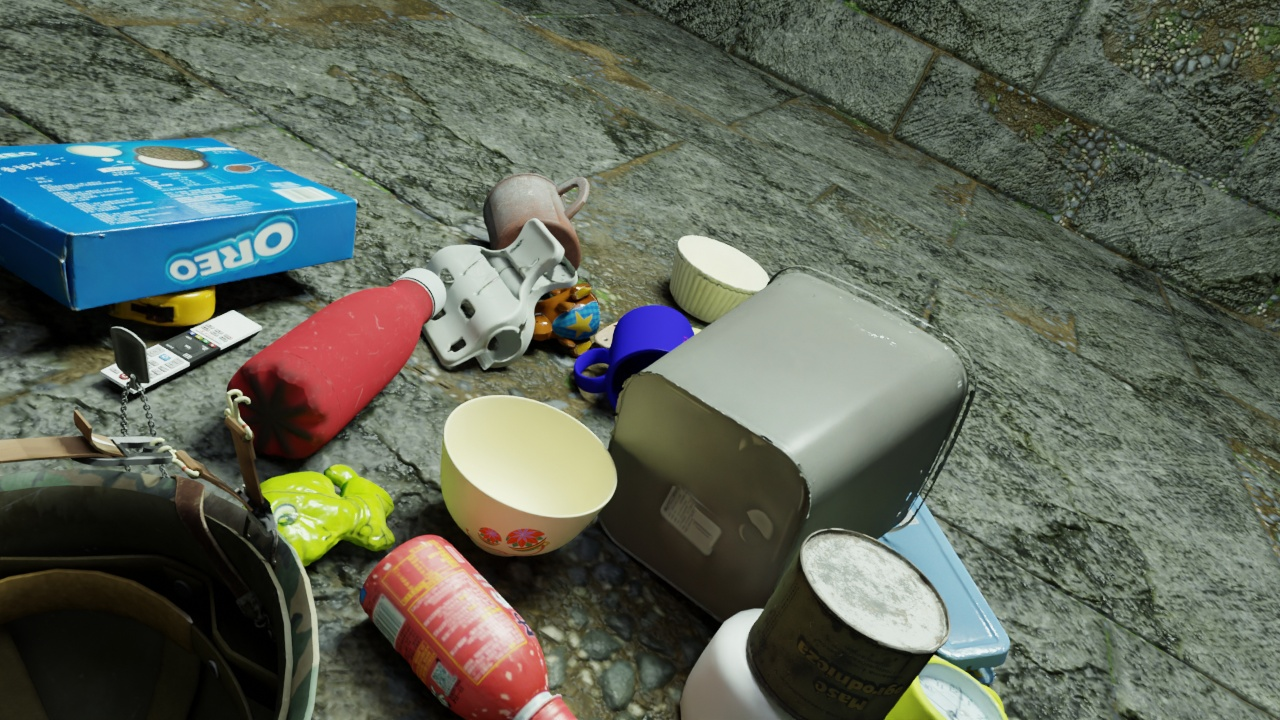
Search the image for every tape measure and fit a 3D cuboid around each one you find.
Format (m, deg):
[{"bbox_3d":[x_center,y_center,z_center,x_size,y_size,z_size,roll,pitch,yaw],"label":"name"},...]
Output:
[{"bbox_3d":[-0.344,-0.046,0.673,0.059,0.030,0.068,16,23,0],"label":"tape measure"}]

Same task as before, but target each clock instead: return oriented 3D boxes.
[{"bbox_3d":[0.199,0.237,0.612,0.083,0.057,0.118,31,22,11],"label":"clock"}]

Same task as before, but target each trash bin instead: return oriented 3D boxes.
[{"bbox_3d":[0.101,0.064,0.690,0.197,0.198,0.219,32,34,27],"label":"trash bin"}]

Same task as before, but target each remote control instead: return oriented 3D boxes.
[{"bbox_3d":[-0.321,-0.006,0.649,0.028,0.012,0.124,29,28,6],"label":"remote control"}]

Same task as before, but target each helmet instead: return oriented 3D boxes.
[{"bbox_3d":[-0.212,0.111,0.304,0.192,0.237,0.224,-26,59,-38],"label":"helmet"}]

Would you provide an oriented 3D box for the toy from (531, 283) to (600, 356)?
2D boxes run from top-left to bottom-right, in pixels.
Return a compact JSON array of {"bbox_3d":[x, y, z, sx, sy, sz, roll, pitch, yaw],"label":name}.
[{"bbox_3d":[-0.089,-0.048,0.876,0.090,0.071,0.103,-10,27,-23],"label":"toy"}]

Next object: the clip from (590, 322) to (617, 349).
[{"bbox_3d":[-0.023,-0.024,0.900,0.026,0.049,0.061,37,3,19],"label":"clip"}]

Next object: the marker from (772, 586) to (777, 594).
[{"bbox_3d":[0.123,0.173,0.631,0.017,0.017,0.146,49,8,37],"label":"marker"}]

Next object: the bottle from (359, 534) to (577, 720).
[{"bbox_3d":[-0.090,0.161,0.504,0.137,0.062,0.061,40,32,23],"label":"bottle"}]

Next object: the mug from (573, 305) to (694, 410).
[{"bbox_3d":[-0.005,0.005,0.829,0.111,0.079,0.083,-4,30,5],"label":"mug"}]

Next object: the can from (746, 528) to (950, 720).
[{"bbox_3d":[0.115,0.153,0.519,0.090,0.075,0.089,19,28,-10],"label":"can"}]

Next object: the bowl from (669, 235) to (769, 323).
[{"bbox_3d":[0.084,-0.088,1.059,0.115,0.063,0.115,19,29,-11],"label":"bowl"}]

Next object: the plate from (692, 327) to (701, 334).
[{"bbox_3d":[0.133,0.003,0.914,0.184,0.036,0.184,31,11,-7],"label":"plate"}]

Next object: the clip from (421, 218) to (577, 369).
[{"bbox_3d":[-0.128,-0.058,0.823,0.150,0.089,0.125,-29,53,-14],"label":"clip"}]

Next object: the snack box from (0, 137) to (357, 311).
[{"bbox_3d":[-0.376,-0.117,0.709,0.196,0.056,0.238,24,26,25],"label":"snack box"}]

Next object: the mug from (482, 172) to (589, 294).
[{"bbox_3d":[-0.099,-0.139,0.941,0.096,0.123,0.110,40,18,-41],"label":"mug"}]

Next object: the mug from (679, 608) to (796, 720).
[{"bbox_3d":[0.087,0.208,0.557,0.115,0.068,0.094,22,28,-6],"label":"mug"}]

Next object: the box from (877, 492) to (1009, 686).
[{"bbox_3d":[0.231,0.183,0.770,0.067,0.052,0.209,-5,32,-8],"label":"box"}]

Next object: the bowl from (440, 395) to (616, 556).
[{"bbox_3d":[-0.084,0.089,0.614,0.118,0.074,0.117,19,29,-11],"label":"bowl"}]

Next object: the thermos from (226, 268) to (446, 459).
[{"bbox_3d":[-0.210,-0.013,0.687,0.073,0.073,0.239,26,28,1],"label":"thermos"}]

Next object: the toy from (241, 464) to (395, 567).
[{"bbox_3d":[-0.194,0.094,0.560,0.093,0.036,0.094,19,26,-23],"label":"toy"}]
